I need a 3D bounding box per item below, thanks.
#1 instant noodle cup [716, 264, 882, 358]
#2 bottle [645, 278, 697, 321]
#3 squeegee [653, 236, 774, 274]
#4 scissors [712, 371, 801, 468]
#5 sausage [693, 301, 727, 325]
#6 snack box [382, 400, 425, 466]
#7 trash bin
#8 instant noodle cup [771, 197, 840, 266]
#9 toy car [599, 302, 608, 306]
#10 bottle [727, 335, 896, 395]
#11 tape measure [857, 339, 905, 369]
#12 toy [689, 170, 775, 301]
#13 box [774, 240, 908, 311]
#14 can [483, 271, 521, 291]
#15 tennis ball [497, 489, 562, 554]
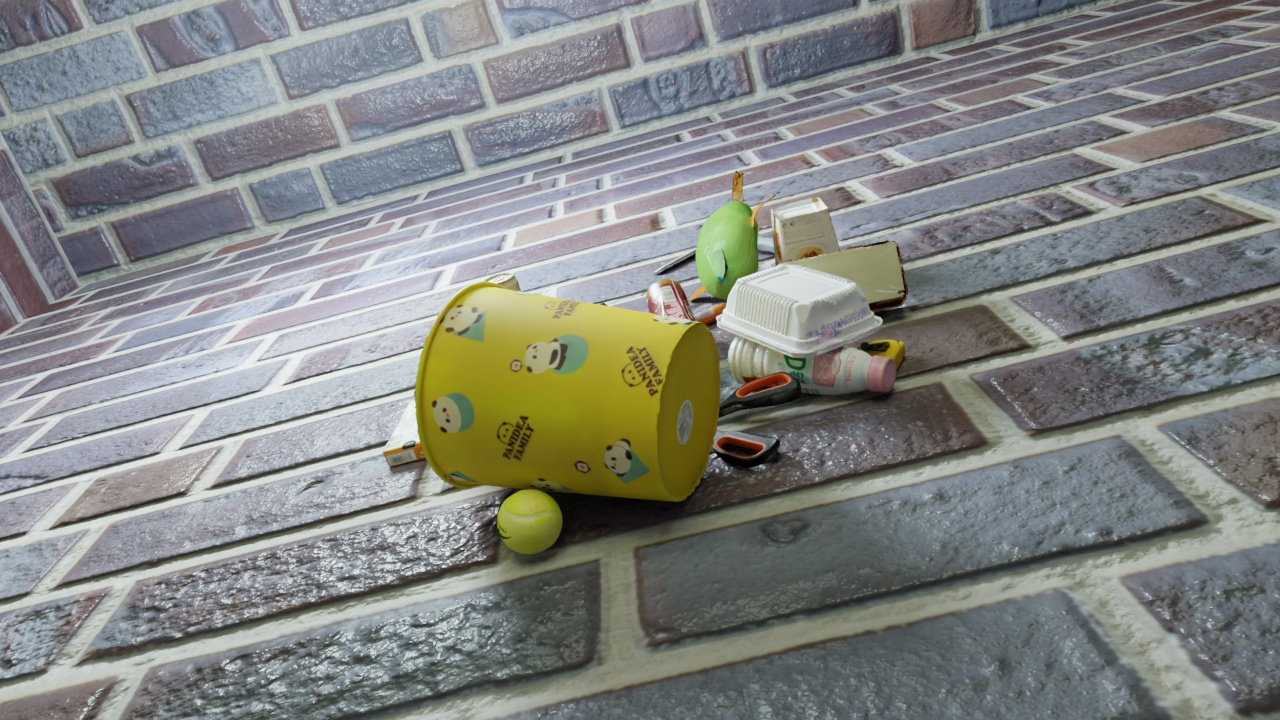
[{"bbox_3d":[0.187,-0.067,1.099,0.137,0.060,0.173,-20,28,-27],"label":"instant noodle cup"},{"bbox_3d":[0.052,-0.043,1.259,0.057,0.057,0.174,-16,40,-1],"label":"bottle"},{"bbox_3d":[0.184,-0.206,1.612,0.245,0.039,0.247,-31,27,-32],"label":"squeegee"},{"bbox_3d":[0.086,0.069,1.052,0.224,0.022,0.221,-34,31,-13],"label":"scissors"},{"bbox_3d":[0.126,-0.076,1.372,0.165,0.021,0.021,-22,23,-15],"label":"sausage"},{"bbox_3d":[-0.297,0.090,1.261,0.075,0.026,0.153,-14,22,7],"label":"snack box"},{"bbox_3d":[-0.064,0.039,0.969,0.256,0.230,0.228,6,30,23],"label":"trash bin"},{"bbox_3d":[0.248,-0.170,1.377,0.117,0.124,0.116,-14,22,5],"label":"instant noodle cup"},{"bbox_3d":[-0.064,-0.039,1.370,0.053,0.045,0.120,-45,16,31],"label":"toy car"},{"bbox_3d":[0.201,0.005,1.082,0.197,0.068,0.068,7,32,38],"label":"bottle"},{"bbox_3d":[0.285,-0.007,1.099,0.057,0.029,0.059,0,27,34],"label":"tape measure"},{"bbox_3d":[0.136,-0.177,1.419,0.090,0.228,0.246,23,36,-14],"label":"toy"},{"bbox_3d":[0.266,-0.105,1.228,0.168,0.091,0.079,-11,-8,11],"label":"box"},{"bbox_3d":[-0.212,-0.080,1.480,0.058,0.116,0.058,-14,23,6],"label":"can"},{"bbox_3d":[-0.111,0.162,0.923,0.065,0.065,0.065,-13,23,6],"label":"tennis ball"}]
